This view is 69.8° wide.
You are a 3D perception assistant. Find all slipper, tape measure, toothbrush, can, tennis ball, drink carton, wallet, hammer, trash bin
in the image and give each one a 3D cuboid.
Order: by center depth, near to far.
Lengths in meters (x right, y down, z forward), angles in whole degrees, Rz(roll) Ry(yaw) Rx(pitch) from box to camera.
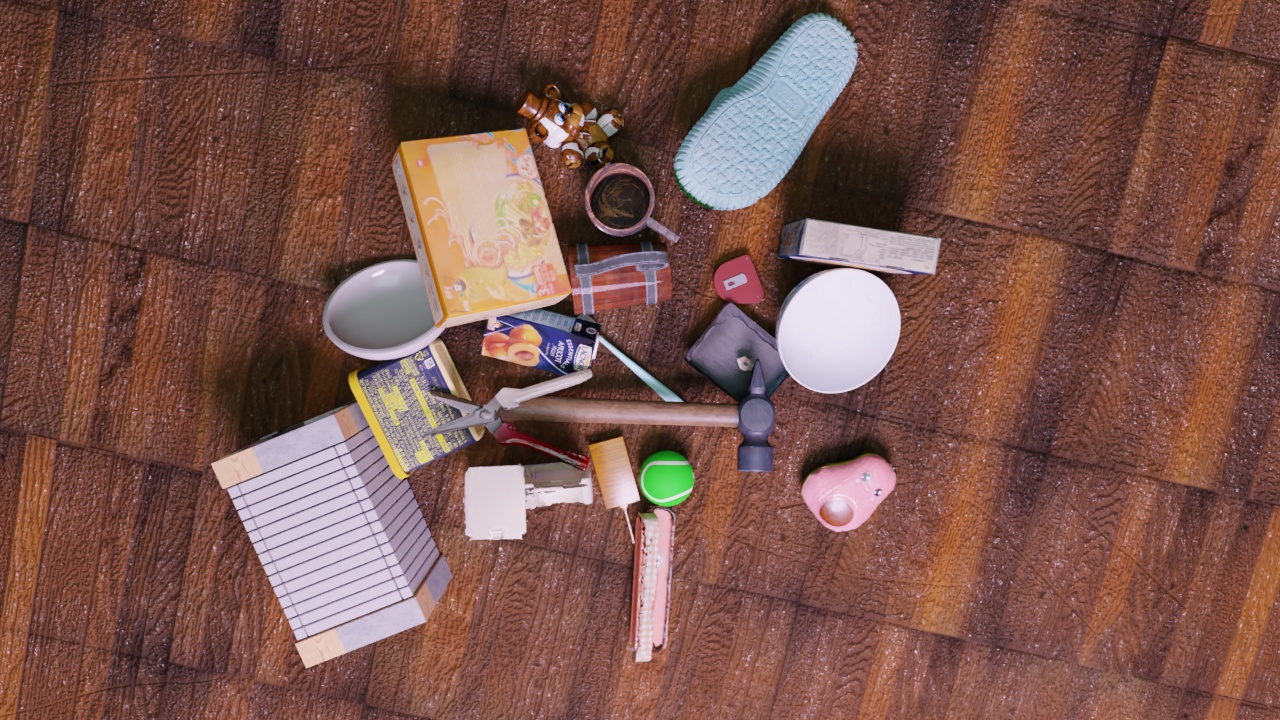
[{"bbox_3d":[0.142,-0.276,1.036,0.116,0.069,0.276,40,80,-5],"label":"slipper"},{"bbox_3d":[-0.344,0.187,1.052,0.142,0.142,0.247,-22,96,2],"label":"trash bin"},{"bbox_3d":[-0.007,0.058,1.061,0.322,0.040,0.129,2,83,4],"label":"hammer"},{"bbox_3d":[-0.114,-0.024,1.067,0.130,0.040,0.064,14,126,-2],"label":"drink carton"},{"bbox_3d":[-0.258,0.053,1.071,0.104,0.075,0.135,-25,96,0],"label":"can"},{"bbox_3d":[0.114,-0.089,1.079,0.051,0.019,0.059,-22,96,2],"label":"tape measure"},{"bbox_3d":[0.031,0.139,1.084,0.065,0.065,0.065,0,97,0],"label":"tennis ball"},{"bbox_3d":[0.119,-0.001,1.086,0.115,0.026,0.089,39,96,-5],"label":"wallet"},{"bbox_3d":[-0.006,0.006,1.094,0.180,0.016,0.016,41,123,-6],"label":"toothbrush"}]

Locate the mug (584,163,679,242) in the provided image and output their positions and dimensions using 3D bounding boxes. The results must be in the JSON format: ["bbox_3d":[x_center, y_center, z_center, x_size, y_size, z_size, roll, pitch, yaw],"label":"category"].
[{"bbox_3d":[-0.007,-0.168,1.026,0.116,0.107,0.080,34,96,-4],"label":"mug"}]

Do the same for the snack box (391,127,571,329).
[{"bbox_3d":[-0.177,-0.145,1.013,0.145,0.081,0.195,-14,86,-26],"label":"snack box"}]

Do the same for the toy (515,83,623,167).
[{"bbox_3d":[-0.082,-0.264,1.030,0.112,0.067,0.087,28,62,-28],"label":"toy"}]

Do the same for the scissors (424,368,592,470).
[{"bbox_3d":[-0.131,0.059,1.029,0.198,0.015,0.179,38,69,10],"label":"scissors"}]

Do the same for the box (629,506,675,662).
[{"bbox_3d":[0.015,0.272,1.108,0.067,0.057,0.187,-2,100,-32],"label":"box"}]

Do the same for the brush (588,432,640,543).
[{"bbox_3d":[-0.026,0.155,1.110,0.048,0.017,0.126,-15,97,2],"label":"brush"}]

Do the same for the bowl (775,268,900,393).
[{"bbox_3d":[0.214,-0.043,1.049,0.144,0.074,0.144,-4,110,-11],"label":"bowl"}]

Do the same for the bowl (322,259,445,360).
[{"bbox_3d":[-0.281,-0.050,1.046,0.149,0.149,0.043,-5,139,1],"label":"bowl"}]

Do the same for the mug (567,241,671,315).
[{"bbox_3d":[-0.023,-0.099,1.032,0.111,0.117,0.081,-6,83,-3],"label":"mug"}]

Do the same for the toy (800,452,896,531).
[{"bbox_3d":[0.250,0.151,1.092,0.110,0.051,0.090,-37,97,3],"label":"toy"}]

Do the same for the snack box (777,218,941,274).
[{"bbox_3d":[0.235,-0.124,1.011,0.144,0.145,0.042,8,95,-1],"label":"snack box"}]

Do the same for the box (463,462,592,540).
[{"bbox_3d":[-0.125,0.136,1.024,0.143,0.180,0.080,-6,98,-6],"label":"box"}]
